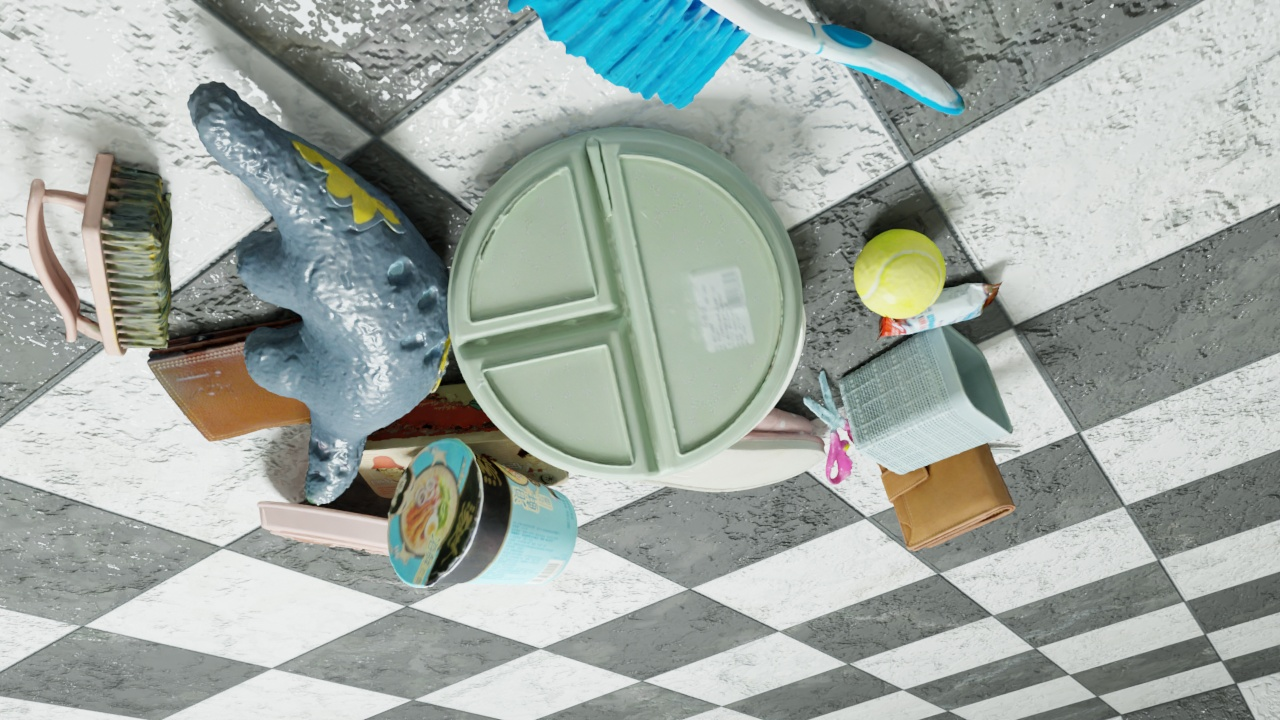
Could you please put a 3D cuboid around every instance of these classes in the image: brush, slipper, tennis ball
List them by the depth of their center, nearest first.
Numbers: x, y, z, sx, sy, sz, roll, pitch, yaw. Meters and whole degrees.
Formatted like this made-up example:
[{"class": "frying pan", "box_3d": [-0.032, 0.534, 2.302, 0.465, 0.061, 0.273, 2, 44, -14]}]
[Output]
[{"class": "brush", "box_3d": [0.058, -0.177, 0.505, 0.314, 0.060, 0.110, 22, 130, -39]}, {"class": "brush", "box_3d": [-0.331, -0.055, 0.569, 0.073, 0.063, 0.146, 3, 144, -23]}, {"class": "tennis ball", "box_3d": [0.190, -0.064, 0.673, 0.065, 0.065, 0.066, -6, 144, -5]}, {"class": "slipper", "box_3d": [0.063, 0.074, 0.835, 0.273, 0.054, 0.114, 9, 145, -38]}]

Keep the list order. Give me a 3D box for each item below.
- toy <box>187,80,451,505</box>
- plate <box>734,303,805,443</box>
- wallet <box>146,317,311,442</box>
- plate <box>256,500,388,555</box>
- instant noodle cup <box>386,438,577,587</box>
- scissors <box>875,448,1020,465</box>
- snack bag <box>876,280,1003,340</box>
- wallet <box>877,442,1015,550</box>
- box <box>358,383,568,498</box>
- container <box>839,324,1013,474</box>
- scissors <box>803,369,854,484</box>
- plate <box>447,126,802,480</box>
[{"class": "toy", "box_3d": [-0.194, -0.024, 0.607, 0.137, 0.091, 0.357, -10, 139, -19]}, {"class": "plate", "box_3d": [0.036, -0.001, 0.670, 0.204, 0.045, 0.205, -17, 131, -20]}, {"class": "wallet", "box_3d": [-0.293, 0.014, 0.698, 0.124, 0.032, 0.101, -11, 141, 0]}, {"class": "plate", "box_3d": [-0.229, 0.162, 0.829, 0.229, 0.028, 0.230, 9, 164, 2]}, {"class": "instant noodle cup", "box_3d": [-0.116, 0.127, 0.718, 0.111, 0.111, 0.120, -33, 143, 29]}, {"class": "scissors", "box_3d": [0.326, 0.090, 0.955, 0.175, 0.012, 0.163, -4, 143, -9]}, {"class": "snack bag", "box_3d": [0.242, -0.041, 0.748, 0.104, 0.026, 0.048, -13, 156, 5]}, {"class": "wallet", "box_3d": [0.276, 0.099, 0.856, 0.108, 0.131, 0.031, -34, 140, 32]}, {"class": "box", "box_3d": [-0.145, 0.057, 0.763, 0.168, 0.076, 0.091, -5, 145, 4]}, {"class": "container", "box_3d": [0.245, 0.038, 0.805, 0.112, 0.089, 0.090, -32, 138, 31]}, {"class": "scissors", "box_3d": [0.188, 0.052, 0.857, 0.093, 0.017, 0.137, -41, 129, -25]}, {"class": "plate", "box_3d": [-0.010, -0.030, 0.582, 0.230, 0.027, 0.230, 0, 102, 0]}]
